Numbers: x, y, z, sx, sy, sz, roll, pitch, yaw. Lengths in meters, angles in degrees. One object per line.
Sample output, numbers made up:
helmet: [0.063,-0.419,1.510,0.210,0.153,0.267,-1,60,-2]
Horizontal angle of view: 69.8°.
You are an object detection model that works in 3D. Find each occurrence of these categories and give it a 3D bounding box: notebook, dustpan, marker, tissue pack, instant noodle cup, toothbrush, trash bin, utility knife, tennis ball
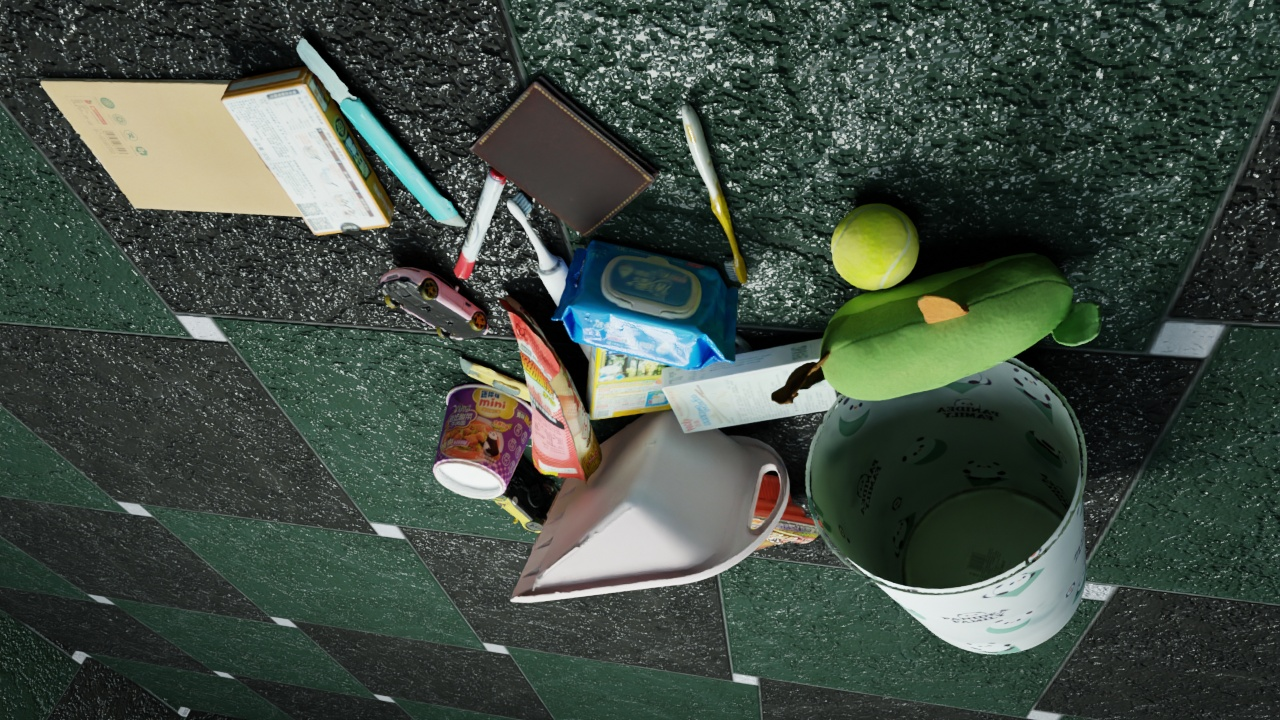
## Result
notebook: [-0.397,-0.185,0.809,0.208,0.008,0.148,4,144,13]
dustpan: [0.015,0.164,0.970,0.139,0.221,0.274,38,132,-13]
marker: [-0.141,-0.119,0.806,0.017,0.017,0.146,21,144,-11]
tissue pack: [0.010,-0.049,0.785,0.157,0.094,0.052,14,139,-1]
instant noodle cup: [-0.181,0.096,1.046,0.111,0.099,0.112,8,143,6]
instant noodle cup: [0.095,0.179,1.057,0.164,0.079,0.189,14,151,-33]
toothbrush: [-0.072,-0.068,0.844,0.027,0.026,0.221,24,155,36]
toothbrush: [0.058,-0.126,0.730,0.018,0.016,0.191,5,145,26]
trash bin: [0.306,0.150,0.861,0.230,0.229,0.252,-9,144,28]
utility knife: [-0.208,-0.178,0.748,0.029,0.013,0.205,-5,143,28]
utility knife: [-0.124,0.034,1.017,0.165,0.018,0.031,19,151,-15]
tennis ball: [0.179,-0.087,0.700,0.065,0.065,0.066,9,145,6]

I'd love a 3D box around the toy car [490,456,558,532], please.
toy car: [-0.152,0.163,1.150,0.041,0.071,0.156,-11,139,29]

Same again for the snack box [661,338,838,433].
snack box: [0.106,0.027,0.878,0.157,0.026,0.085,-10,141,14]

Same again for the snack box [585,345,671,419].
snack box: [-0.005,0.005,0.891,0.087,0.033,0.141,-7,148,-11]

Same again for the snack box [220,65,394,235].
snack box: [-0.272,-0.169,0.765,0.075,0.026,0.154,-6,141,12]

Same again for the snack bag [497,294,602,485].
snack bag: [-0.091,0.038,0.924,0.073,0.128,0.208,-25,143,-13]

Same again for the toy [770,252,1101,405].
toy: [0.222,-0.021,0.726,0.247,0.090,0.227,-19,172,12]

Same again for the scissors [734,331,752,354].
scissors: [0.121,0.002,0.890,0.175,0.014,0.159,-24,133,39]

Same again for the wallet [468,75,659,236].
wallet: [-0.061,-0.157,0.725,0.122,0.020,0.097,35,135,-25]

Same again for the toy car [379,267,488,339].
toy car: [-0.199,-0.057,0.896,0.056,0.037,0.122,-7,152,31]
